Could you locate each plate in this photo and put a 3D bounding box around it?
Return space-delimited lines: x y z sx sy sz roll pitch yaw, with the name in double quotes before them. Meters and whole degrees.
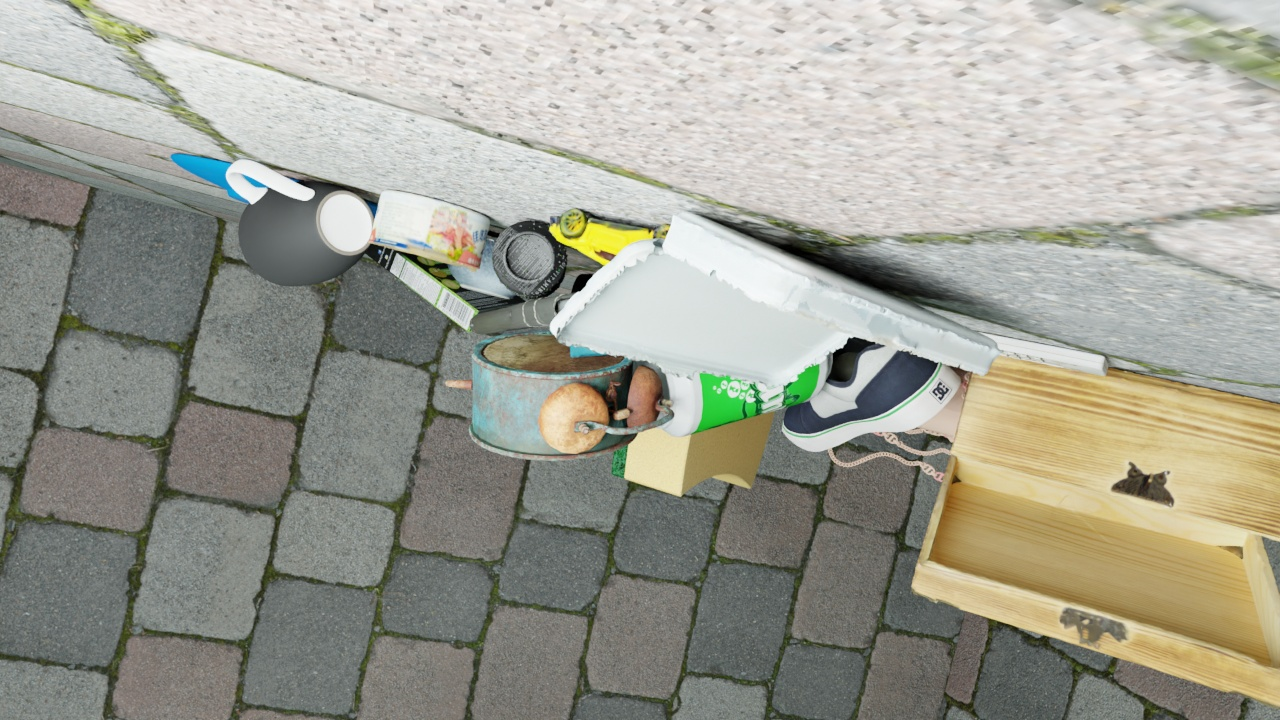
"plate" -0.333 -0.153 0.886 0.224 0.024 0.224 14 -179 0

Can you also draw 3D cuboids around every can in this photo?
"can" -0.083 -0.074 0.700 0.054 0.054 0.138 14 -179 -6
"can" 0.069 0.002 0.700 0.139 0.088 0.088 -14 -168 -23
"can" -0.161 -0.099 0.705 0.086 0.043 0.086 14 -179 0

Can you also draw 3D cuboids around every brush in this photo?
"brush" 0.072 0.034 0.964 0.075 0.195 0.250 14 -179 25

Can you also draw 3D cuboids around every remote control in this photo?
"remote control" 0.268 -0.009 0.676 0.136 0.011 0.050 14 -179 30

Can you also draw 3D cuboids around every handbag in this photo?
"handbag" 0.322 0.093 1.032 0.199 0.187 0.116 15 -151 6

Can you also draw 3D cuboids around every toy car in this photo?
"toy car" -0.007 -0.067 0.542 0.107 0.030 0.049 16 -177 27

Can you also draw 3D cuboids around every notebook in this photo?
"notebook" -0.023 -0.043 0.700 0.169 0.029 0.209 -10 -174 -25

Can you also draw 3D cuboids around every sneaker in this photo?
"sneaker" 0.169 0.019 0.773 0.079 0.084 0.236 45 162 -3

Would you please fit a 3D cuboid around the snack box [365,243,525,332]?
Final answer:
"snack box" -0.196 -0.084 0.923 0.147 0.025 0.080 36 -156 18

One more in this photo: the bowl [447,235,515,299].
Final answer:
"bowl" -0.140 -0.090 0.871 0.110 0.055 0.110 14 180 0

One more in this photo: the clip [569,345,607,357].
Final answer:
"clip" -0.002 -0.016 0.606 0.119 0.033 0.120 -10 177 40

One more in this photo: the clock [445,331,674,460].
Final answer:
"clock" -0.049 0.032 0.642 0.158 0.073 0.121 16 -159 40

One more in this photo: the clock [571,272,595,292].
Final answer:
"clock" -0.046 -0.052 1.065 0.042 0.091 0.121 4 165 13

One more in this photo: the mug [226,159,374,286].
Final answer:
"mug" -0.275 -0.116 0.740 0.100 0.084 0.119 -2 139 42

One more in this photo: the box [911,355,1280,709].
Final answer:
"box" 0.402 0.123 0.789 0.279 0.220 0.258 12 -178 20

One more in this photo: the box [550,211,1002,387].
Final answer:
"box" 0.078 -0.026 0.509 0.210 0.084 0.186 12 172 -39
